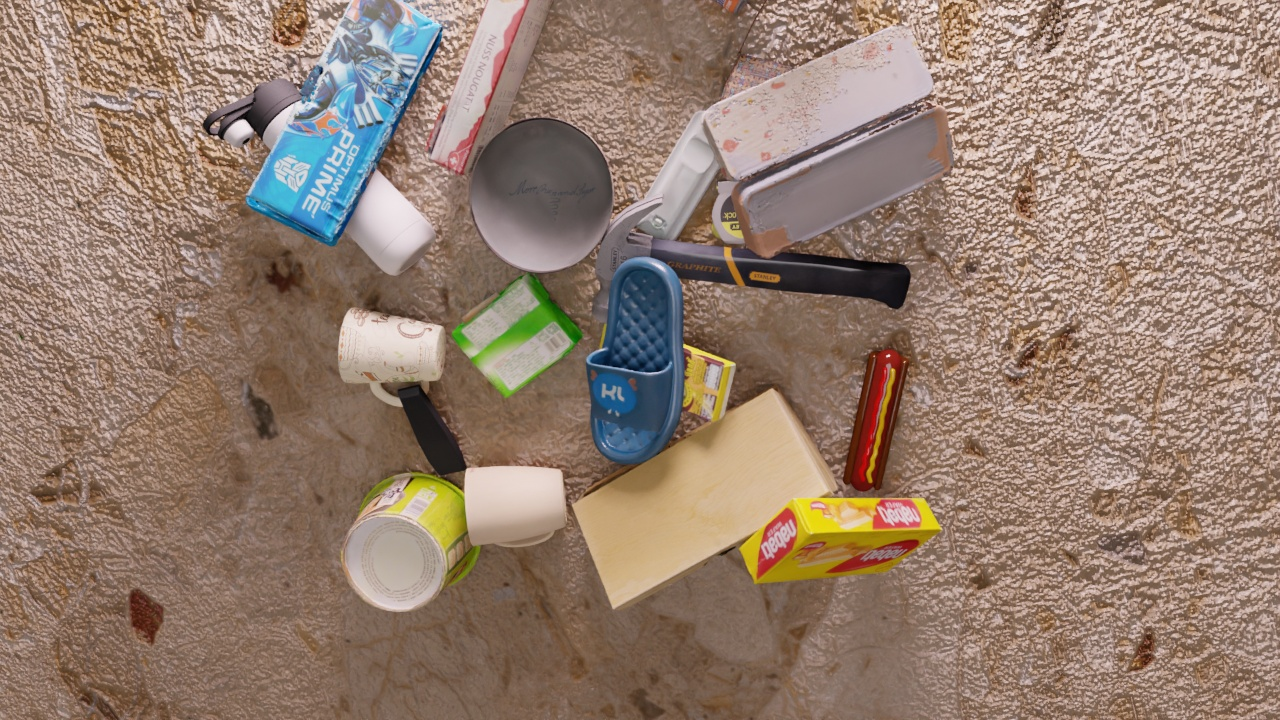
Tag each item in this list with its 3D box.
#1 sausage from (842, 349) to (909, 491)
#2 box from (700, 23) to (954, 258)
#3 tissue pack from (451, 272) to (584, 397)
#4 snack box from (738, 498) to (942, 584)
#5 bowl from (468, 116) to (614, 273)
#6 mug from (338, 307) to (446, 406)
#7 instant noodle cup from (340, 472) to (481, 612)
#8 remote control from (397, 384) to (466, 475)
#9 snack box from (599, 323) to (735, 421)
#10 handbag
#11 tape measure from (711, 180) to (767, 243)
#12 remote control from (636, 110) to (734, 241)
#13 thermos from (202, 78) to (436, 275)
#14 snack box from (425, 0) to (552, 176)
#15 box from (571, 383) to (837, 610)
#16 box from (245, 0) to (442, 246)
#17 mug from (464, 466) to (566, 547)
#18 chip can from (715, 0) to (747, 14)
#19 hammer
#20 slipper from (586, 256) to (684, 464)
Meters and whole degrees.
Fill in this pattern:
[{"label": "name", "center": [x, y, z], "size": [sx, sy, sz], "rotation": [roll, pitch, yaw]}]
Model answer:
[{"label": "sausage", "center": [0.243, 0.063, 0.950], "size": [0.040, 0.040, 0.156], "rotation": [9, 106, 5]}, {"label": "box", "center": [0.176, -0.202, 0.850], "size": [0.216, 0.063, 0.157], "rotation": [-25, 99, -6]}, {"label": "tissue pack", "center": [-0.133, -0.027, 0.977], "size": [0.114, 0.034, 0.099], "rotation": [-36, 100, 14]}, {"label": "snack box", "center": [0.201, 0.177, 0.910], "size": [0.200, 0.042, 0.092], "rotation": [6, 136, -37]}, {"label": "bowl", "center": [-0.094, -0.166, 0.922], "size": [0.151, 0.056, 0.151], "rotation": [2, 103, 9]}, {"label": "mug", "center": [-0.263, 0.005, 0.990], "size": [0.097, 0.080, 0.122], "rotation": [5, 126, -2]}, {"label": "instant noodle cup", "center": [-0.258, 0.207, 1.020], "size": [0.146, 0.097, 0.146], "rotation": [2, 105, 6]}, {"label": "remote control", "center": [-0.229, 0.079, 1.006], "size": [0.039, 0.010, 0.125], "rotation": [-13, 124, 10]}, {"label": "snack box", "center": [0.022, 0.009, 0.939], "size": [0.149, 0.025, 0.061], "rotation": [21, 108, 29]}, {"label": "handbag", "center": [0.143, -0.309, 0.875], "size": [0.093, 0.043, 0.196], "rotation": [17, 97, 6]}, {"label": "tape measure", "center": [0.103, -0.151, 0.923], "size": [0.064, 0.016, 0.065], "rotation": [0, 104, 7]}, {"label": "remote control", "center": [0.044, -0.182, 0.919], "size": [0.050, 0.022, 0.133], "rotation": [31, 106, -1]}, {"label": "thermos", "center": [-0.322, -0.180, 0.934], "size": [0.230, 0.069, 0.101], "rotation": [47, 68, -5]}, {"label": "snack box", "center": [-0.130, -0.312, 0.881], "size": [0.044, 0.076, 0.273], "rotation": [27, 107, 3]}, {"label": "box", "center": [0.065, 0.140, 0.957], "size": [0.249, 0.148, 0.141], "rotation": [-31, 87, 12]}, {"label": "box", "center": [-0.282, -0.238, 0.878], "size": [0.091, 0.066, 0.243], "rotation": [25, 83, -6]}, {"label": "mug", "center": [-0.134, 0.166, 1.010], "size": [0.104, 0.085, 0.112], "rotation": [-6, 132, -3]}, {"label": "chip can", "center": [0.021, -0.408, 0.842], "size": [0.210, 0.062, 0.062], "rotation": [36, 106, -3]}, {"label": "hammer", "center": [0.111, -0.087, 0.921], "size": [0.312, 0.035, 0.140], "rotation": [7, 122, 1]}, {"label": "slipper", "center": [-0.005, 0.005, 0.903], "size": [0.104, 0.059, 0.214], "rotation": [17, 109, 27]}]
